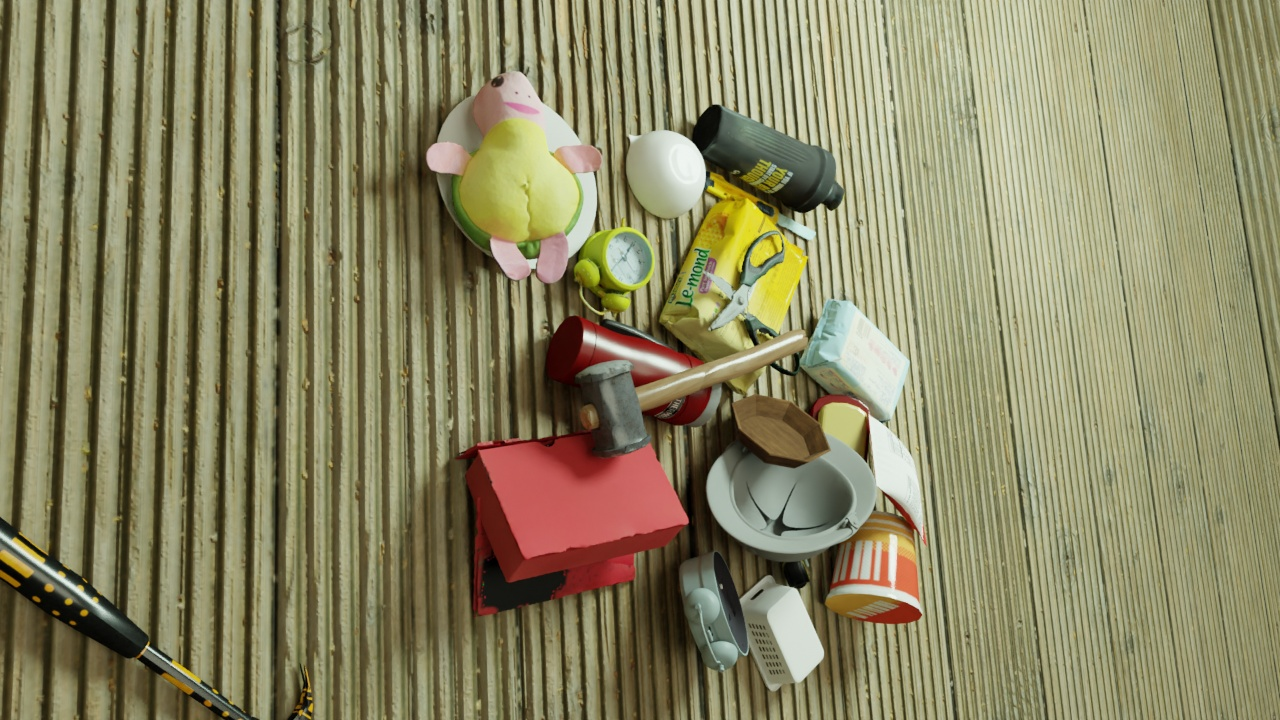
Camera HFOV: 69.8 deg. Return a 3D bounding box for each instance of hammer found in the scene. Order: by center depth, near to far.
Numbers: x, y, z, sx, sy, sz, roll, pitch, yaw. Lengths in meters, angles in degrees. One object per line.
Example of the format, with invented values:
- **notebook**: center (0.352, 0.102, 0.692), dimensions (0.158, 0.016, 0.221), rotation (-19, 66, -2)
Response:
- **hammer**: center (-0.402, 0.231, 0.744), dimensions (0.320, 0.036, 0.123), rotation (50, 55, -22)
- **hammer**: center (0.071, 0.019, 1.035), dimensions (0.327, 0.052, 0.098), rotation (-18, 97, -34)

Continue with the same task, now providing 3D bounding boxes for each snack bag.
- **snack bag**: center (0.131, -0.095, 1.199), dimensions (0.159, 0.068, 0.246), rotation (38, 60, -25)
- **snack bag**: center (0.350, 0.158, 1.240), dimensions (0.144, 0.039, 0.130), rotation (46, 33, -30)

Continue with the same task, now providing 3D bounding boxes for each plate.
- **plate**: center (-0.139, -0.205, 1.044), dimensions (0.208, 0.015, 0.208), rotation (9, 76, -37)
- **plate**: center (0.172, 0.092, 1.152), dimensions (0.131, 0.025, 0.131), rotation (14, 32, -9)

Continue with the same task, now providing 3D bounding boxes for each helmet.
- **helmet**: center (0.173, 0.191, 1.144), dimensions (0.183, 0.118, 0.270), rotation (37, 39, 25)

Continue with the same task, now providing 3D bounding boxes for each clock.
- **clock**: center (0.083, 0.287, 1.050), dimensions (0.159, 0.045, 0.122), rotation (-53, 123, -76)
- **clock**: center (-0.034, -0.106, 1.082), dimensions (0.083, 0.057, 0.118), rotation (43, 65, -24)

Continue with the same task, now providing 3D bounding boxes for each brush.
- **brush**: center (0.270, 0.130, 1.255), dimensions (0.082, 0.042, 0.173), rotation (10, 72, -1)

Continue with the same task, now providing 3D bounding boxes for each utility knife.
- **utility knife**: center (0.169, -0.214, 1.290), dimensions (0.224, 0.019, 0.030), rotation (20, 78, -37)

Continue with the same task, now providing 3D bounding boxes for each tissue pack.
- **tissue pack**: center (0.312, 0.008, 1.321), dimensions (0.182, 0.070, 0.111), rotation (40, 59, -27)

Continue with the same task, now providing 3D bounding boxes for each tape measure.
- **tape measure**: center (0.199, 0.262, 1.188), dimensions (0.034, 0.061, 0.062), rotation (-21, 97, 6)

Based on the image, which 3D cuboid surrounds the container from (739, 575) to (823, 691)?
- **container**: center (0.179, 0.346, 1.160), dimensions (0.080, 0.050, 0.129), rotation (-30, 100, -38)

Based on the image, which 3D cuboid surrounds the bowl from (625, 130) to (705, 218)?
- **bowl**: center (0.041, -0.243, 1.170), dimensions (0.114, 0.051, 0.114), rotation (9, 76, -36)

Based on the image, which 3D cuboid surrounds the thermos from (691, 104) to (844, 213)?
- **thermos**: center (0.177, -0.276, 1.262), dimensions (0.220, 0.098, 0.098), rotation (18, 70, -28)

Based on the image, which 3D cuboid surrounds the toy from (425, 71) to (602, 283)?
- **toy**: center (-0.133, -0.196, 0.980), dimensions (0.190, 0.088, 0.238), rotation (-8, 80, -19)

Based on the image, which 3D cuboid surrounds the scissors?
- **scissors**: center (0.155, -0.062, 1.159), dimensions (0.201, 0.015, 0.204), rotation (-44, 112, -37)

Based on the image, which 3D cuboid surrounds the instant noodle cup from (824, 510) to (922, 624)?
- **instant noodle cup**: center (0.320, 0.279, 1.246), dimensions (0.123, 0.124, 0.120), rotation (31, 56, -29)

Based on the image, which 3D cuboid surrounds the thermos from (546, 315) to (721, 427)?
- **thermos**: center (-0.006, 0.006, 1.069), dimensions (0.198, 0.084, 0.108), rotation (21, 42, -31)

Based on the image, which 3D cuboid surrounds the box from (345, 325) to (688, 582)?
- **box**: center (-0.163, 0.083, 1.082), dimensions (0.213, 0.479, 0.171), rotation (-5, 107, -38)
